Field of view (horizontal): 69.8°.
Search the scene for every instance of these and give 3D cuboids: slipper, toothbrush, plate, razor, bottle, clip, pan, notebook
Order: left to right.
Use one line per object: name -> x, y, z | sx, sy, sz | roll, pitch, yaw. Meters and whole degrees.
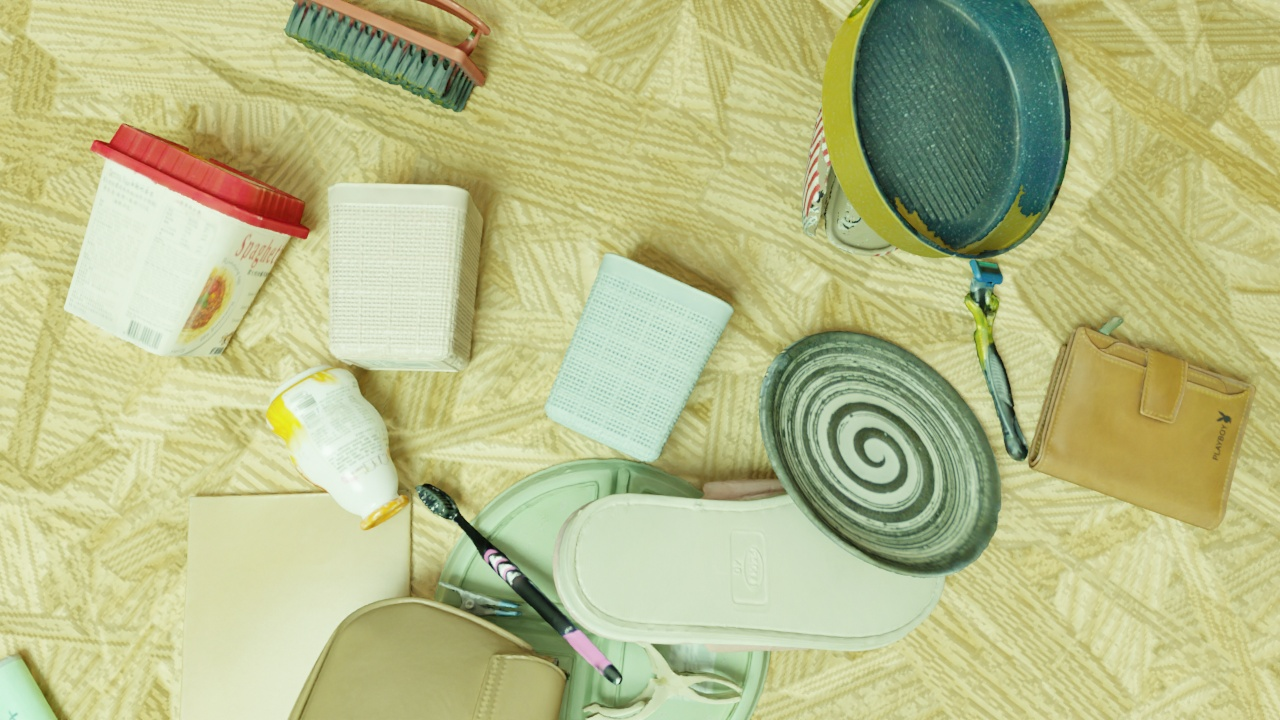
toothbrush -> -0.353, 0.287, 0.582 | 0.027, 0.027, 0.224 | -32, 82, -28
notebook -> -0.227, 0.194, 0.607 | 0.149, 0.012, 0.211 | -2, 81, -2
bottle -> -0.196, 0.058, 0.603 | 0.063, 0.063, 0.108 | -35, 83, -6
clip -> -0.103, 0.153, 0.583 | 0.057, 0.024, 0.028 | 6, 77, 7
toothbrush -> -0.080, 0.136, 0.577 | 0.189, 0.017, 0.014 | 38, 92, 24
plate -> -0.026, 0.179, 0.606 | 0.230, 0.027, 0.230 | 0, 82, -1
clip -> 0.004, 0.207, 0.571 | 0.099, 0.035, 0.098 | 39, 77, -3
slipper -> 0.073, 0.129, 0.576 | 0.274, 0.055, 0.114 | 3, 69, -24
plate -> 0.154, 0.059, 0.600 | 0.179, 0.024, 0.179 | 13, 54, -18
pan -> 0.169, -0.224, 0.577 | 0.197, 0.078, 0.357 | -46, 109, -20
razor -> 0.249, 0.001, 0.643 | 0.042, 0.022, 0.142 | -3, 82, -46

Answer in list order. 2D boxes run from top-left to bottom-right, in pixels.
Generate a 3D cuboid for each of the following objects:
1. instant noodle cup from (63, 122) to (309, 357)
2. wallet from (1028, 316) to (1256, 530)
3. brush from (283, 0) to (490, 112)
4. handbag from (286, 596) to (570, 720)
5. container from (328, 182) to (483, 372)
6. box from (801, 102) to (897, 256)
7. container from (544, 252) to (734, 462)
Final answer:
instant noodle cup -> -0.302, -0.073, 0.605 | 0.116, 0.116, 0.124 | 26, 92, 3
wallet -> 0.347, 0.040, 0.635 | 0.130, 0.035, 0.119 | 19, 87, 1
brush -> -0.182, -0.237, 0.653 | 0.146, 0.063, 0.069 | 24, 93, 5
handbag -> -0.126, 0.237, 0.502 | 0.148, 0.100, 0.204 | 9, 42, 3
container -> -0.156, -0.051, 0.611 | 0.090, 0.090, 0.111 | 2, 84, -1
box -> 0.163, -0.157, 0.638 | 0.085, 0.075, 0.162 | 13, 79, 6
container -> -0.004, 0.004, 0.605 | 0.090, 0.090, 0.111 | 23, 84, 3
